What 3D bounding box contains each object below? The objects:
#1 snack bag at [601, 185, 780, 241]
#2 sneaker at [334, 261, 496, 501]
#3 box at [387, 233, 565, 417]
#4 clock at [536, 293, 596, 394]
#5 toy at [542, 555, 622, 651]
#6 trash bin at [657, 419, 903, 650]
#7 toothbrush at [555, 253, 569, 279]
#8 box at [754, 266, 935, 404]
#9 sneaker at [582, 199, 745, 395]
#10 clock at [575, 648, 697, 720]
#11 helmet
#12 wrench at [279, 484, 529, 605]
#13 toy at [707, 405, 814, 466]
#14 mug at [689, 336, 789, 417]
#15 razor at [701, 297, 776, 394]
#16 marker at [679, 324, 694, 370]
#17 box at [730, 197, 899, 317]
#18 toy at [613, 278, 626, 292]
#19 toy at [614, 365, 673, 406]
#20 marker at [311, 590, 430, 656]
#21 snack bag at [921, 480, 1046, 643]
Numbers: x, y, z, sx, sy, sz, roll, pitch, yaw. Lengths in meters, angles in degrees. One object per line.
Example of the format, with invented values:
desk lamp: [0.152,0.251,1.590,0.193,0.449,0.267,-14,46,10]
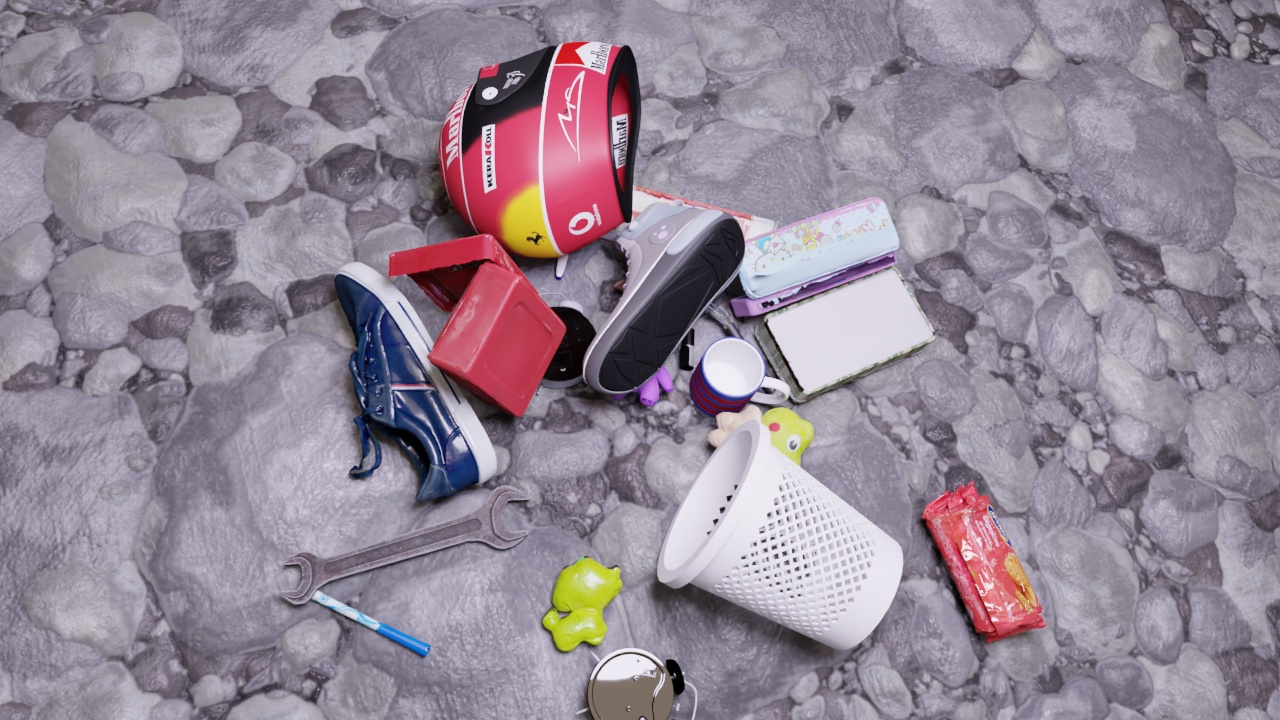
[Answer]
snack bag: [0.061,-0.168,1.171,0.225,0.041,0.077,14,68,-5]
sneaker: [-0.284,0.029,1.006,0.127,0.121,0.294,-26,77,-30]
box: [-0.167,-0.030,0.988,0.152,0.157,0.165,-15,66,11]
clock: [-0.101,-0.025,1.091,0.094,0.035,0.122,-8,69,-12]
toy: [-0.062,0.260,0.985,0.094,0.036,0.093,-14,76,-7]
trash bin: [0.154,0.197,0.972,0.199,0.196,0.195,32,67,-6]
toothbrush: [-0.086,-0.186,1.168,0.015,0.016,0.186,12,67,-4]
box: [0.254,-0.032,1.142,0.205,0.050,0.117,-24,76,-16]
sneaker: [-0.006,-0.084,1.063,0.256,0.093,0.160,-49,44,-12]
clock: [-0.001,0.351,0.953,0.120,0.043,0.091,15,67,-3]
helmet: [-0.122,-0.249,1.085,0.225,0.198,0.270,-2,59,9]
wrench: [-0.248,0.199,0.987,0.273,0.010,0.070,-15,69,-16]
toy: [0.138,0.093,1.063,0.118,0.043,0.092,20,97,-9]
mug: [0.119,0.027,1.081,0.112,0.076,0.074,19,67,-1]
razor: [0.122,-0.020,1.127,0.042,0.022,0.144,-29,78,-39]
marker: [0.060,-0.055,1.138,0.016,0.016,0.140,6,68,-7]
box: [0.208,-0.131,1.134,0.214,0.089,0.093,-20,97,-14]
toy: [0.017,-0.066,1.118,0.102,0.055,0.041,55,33,8]
toy: [-0.006,0.006,1.083,0.106,0.056,0.087,28,63,-10]
marker: [-0.284,0.272,0.957,0.142,0.013,0.013,26,67,2]
snack bag: [0.386,0.229,1.042,0.082,0.082,0.176,-16,71,-15]
